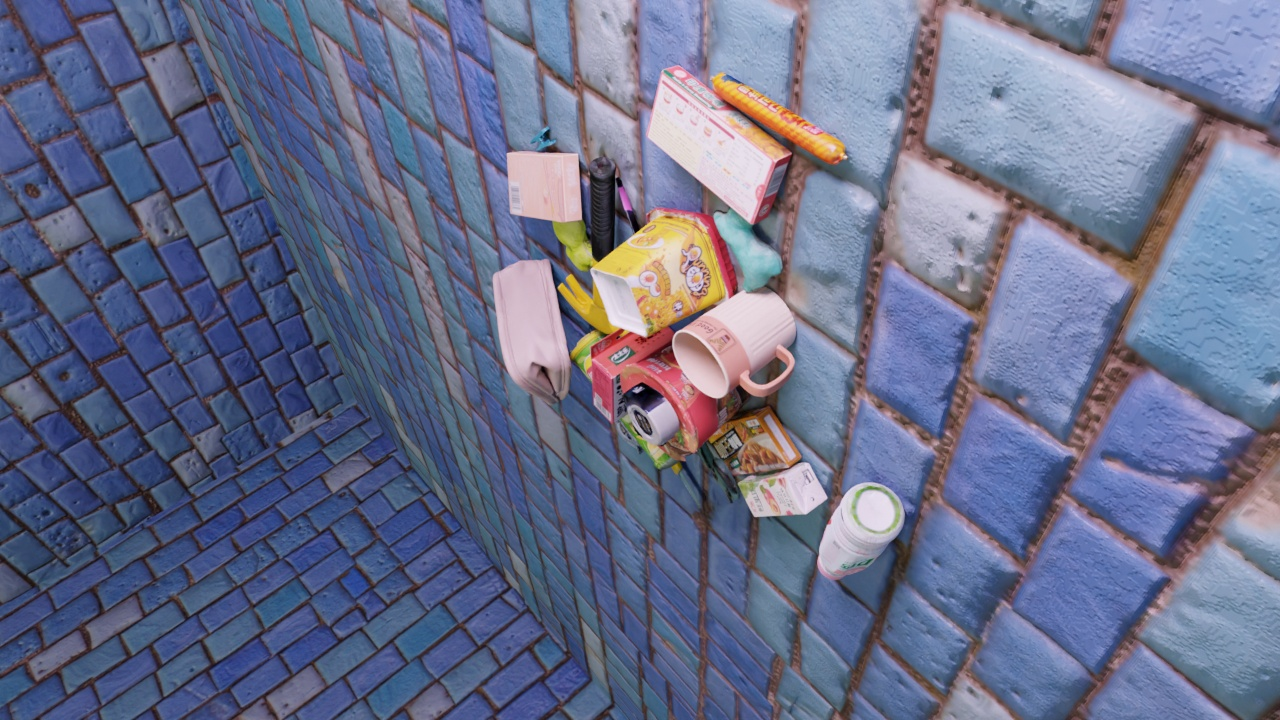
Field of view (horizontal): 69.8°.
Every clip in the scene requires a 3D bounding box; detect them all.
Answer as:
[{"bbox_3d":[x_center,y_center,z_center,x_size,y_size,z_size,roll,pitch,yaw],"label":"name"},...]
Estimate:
[{"bbox_3d":[-0.126,-0.284,1.182,0.047,0.014,0.057,59,155,-11],"label":"clip"}]

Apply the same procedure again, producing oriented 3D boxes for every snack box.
[{"bbox_3d":[0.071,-0.206,0.875,0.156,0.027,0.077,45,144,24],"label":"snack box"},{"bbox_3d":[-0.128,-0.230,1.205,0.157,0.026,0.084,20,117,53],"label":"snack box"},{"bbox_3d":[0.138,0.104,1.159,0.075,0.026,0.154,58,157,-3],"label":"snack box"},{"bbox_3d":[-0.007,0.007,1.202,0.044,0.113,0.127,44,154,28],"label":"snack box"}]

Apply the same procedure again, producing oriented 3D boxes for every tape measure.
[{"bbox_3d":[0.014,0.065,1.064,0.066,0.033,0.066,31,148,48],"label":"tape measure"}]

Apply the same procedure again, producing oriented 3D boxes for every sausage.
[{"bbox_3d":[0.118,-0.212,0.800,0.165,0.021,0.021,41,152,30],"label":"sausage"}]

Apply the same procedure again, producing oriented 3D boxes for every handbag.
[{"bbox_3d":[-0.151,-0.023,1.412,0.234,0.093,0.193,77,180,-62],"label":"handbag"}]

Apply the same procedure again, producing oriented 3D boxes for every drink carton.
[{"bbox_3d":[0.175,0.161,1.138,0.053,0.045,0.123,62,156,-1],"label":"drink carton"}]

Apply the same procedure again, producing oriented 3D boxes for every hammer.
[{"bbox_3d":[-0.049,-0.135,1.164,0.129,0.032,0.301,30,149,17],"label":"hammer"}]

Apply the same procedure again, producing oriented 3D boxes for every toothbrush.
[{"bbox_3d":[0.005,-0.137,1.123,0.018,0.014,0.189,4,125,41],"label":"toothbrush"}]

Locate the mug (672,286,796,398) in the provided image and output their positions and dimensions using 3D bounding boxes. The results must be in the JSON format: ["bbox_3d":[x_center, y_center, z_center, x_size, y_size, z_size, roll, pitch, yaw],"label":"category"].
[{"bbox_3d":[0.110,-0.013,0.963,0.114,0.105,0.082,42,153,30],"label":"mug"}]

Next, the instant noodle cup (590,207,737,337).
[{"bbox_3d":[0.022,-0.093,1.006,0.116,0.123,0.116,23,140,53],"label":"instant noodle cup"}]

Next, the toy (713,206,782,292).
[{"bbox_3d":[0.110,-0.120,0.924,0.092,0.030,0.097,54,146,0],"label":"toy"}]

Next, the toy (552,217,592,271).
[{"bbox_3d":[-0.091,-0.168,1.242,0.100,0.031,0.097,57,157,-5],"label":"toy"}]

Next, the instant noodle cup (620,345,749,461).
[{"bbox_3d":[0.058,0.035,1.120,0.138,0.108,0.138,43,154,27],"label":"instant noodle cup"}]

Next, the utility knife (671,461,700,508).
[{"bbox_3d":[0.039,0.133,1.395,0.216,0.015,0.033,60,162,-4],"label":"utility knife"}]

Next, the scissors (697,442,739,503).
[{"bbox_3d":[0.107,0.153,1.236,0.177,0.019,0.171,63,174,-33],"label":"scissors"}]

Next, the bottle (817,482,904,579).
[{"bbox_3d":[0.241,0.204,1.046,0.068,0.068,0.197,47,158,20],"label":"bottle"}]

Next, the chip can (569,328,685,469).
[{"bbox_3d":[-0.010,0.056,1.321,0.221,0.072,0.073,51,156,11],"label":"chip can"}]

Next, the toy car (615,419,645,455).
[{"bbox_3d":[-0.026,0.093,1.432,0.120,0.036,0.054,55,174,12],"label":"toy car"}]
